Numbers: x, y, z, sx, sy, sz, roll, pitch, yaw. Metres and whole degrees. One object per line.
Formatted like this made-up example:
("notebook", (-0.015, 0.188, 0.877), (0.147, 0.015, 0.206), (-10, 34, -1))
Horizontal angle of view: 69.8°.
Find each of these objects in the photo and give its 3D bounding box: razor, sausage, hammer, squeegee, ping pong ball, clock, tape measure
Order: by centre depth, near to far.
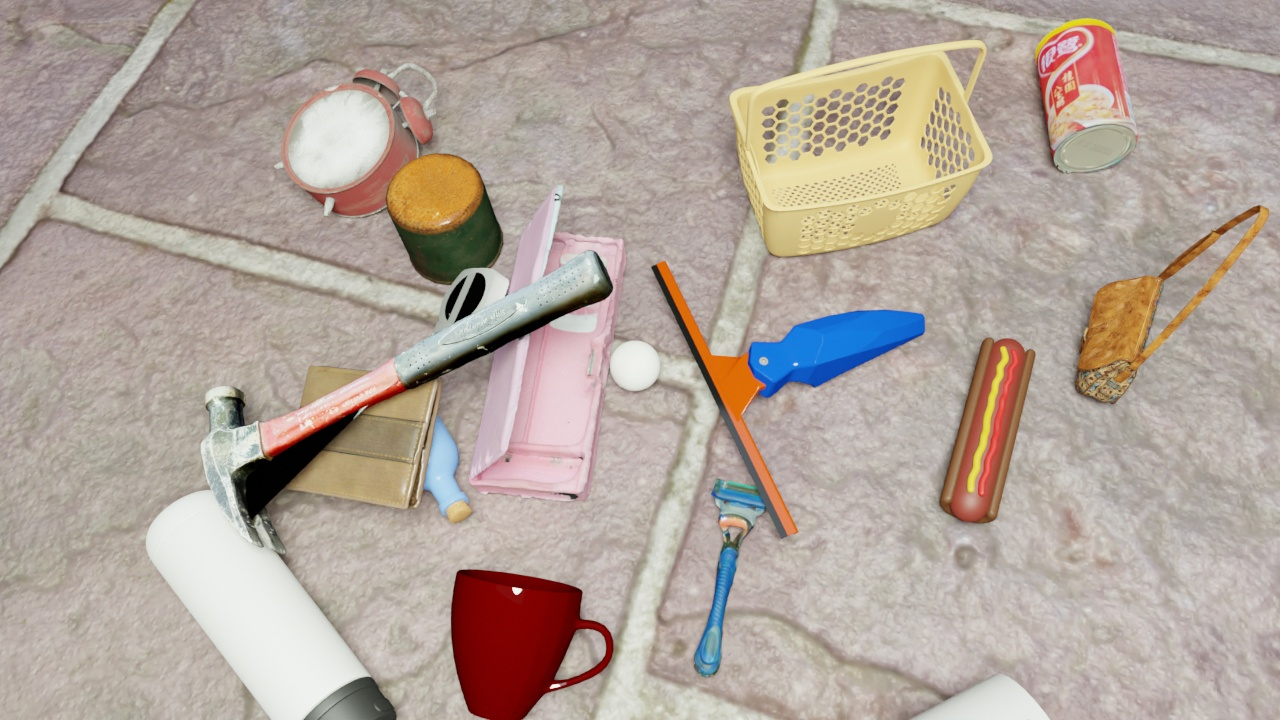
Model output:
("hammer", (-0.166, 0.017, 0.647), (0.326, 0.036, 0.140), (-27, 61, 9))
("razor", (0.059, 0.156, 0.659), (0.044, 0.018, 0.140), (12, 68, 9))
("sausage", (0.260, 0.050, 0.686), (0.040, 0.040, 0.155), (18, 66, 13))
("squeegee", (0.141, -0.007, 0.716), (0.184, 0.055, 0.249), (-16, 62, -16))
("ping pong ball", (-0.004, 0.004, 0.728), (0.040, 0.040, 0.040), (-2, 63, 3))
("tape measure", (-0.141, -0.045, 0.759), (0.064, 0.016, 0.065), (3, 66, 44))
("clock", (-0.247, -0.202, 0.836), (0.110, 0.062, 0.156), (41, 86, 21))

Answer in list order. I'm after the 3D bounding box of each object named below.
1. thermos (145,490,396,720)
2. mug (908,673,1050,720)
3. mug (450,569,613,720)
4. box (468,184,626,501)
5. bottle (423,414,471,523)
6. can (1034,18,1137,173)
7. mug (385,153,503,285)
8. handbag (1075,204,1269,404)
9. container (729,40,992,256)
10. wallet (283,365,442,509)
("thermos", (-0.267, 0.201, 0.637), (0.230, 0.068, 0.101), (42, 86, 21))
("mug", (0.208, 0.269, 0.562), (0.096, 0.083, 0.119), (-24, 91, -8))
("mug", (-0.076, 0.195, 0.618), (0.114, 0.087, 0.088), (9, 81, 3))
("box", (-0.074, -0.018, 0.708), (0.099, 0.107, 0.232), (6, 64, 7))
("bottle", (-0.168, 0.068, 0.703), (0.048, 0.048, 0.131), (-32, 65, -12))
("can", (0.389, -0.232, 0.804), (0.067, 0.067, 0.124), (1, 63, 5))
("mug", (-0.176, -0.130, 0.786), (0.111, 0.081, 0.084), (40, 72, 21))
("handbag", (0.362, -0.045, 0.639), (0.043, 0.196, 0.093), (26, 65, 10))
("container", (0.174, -0.177, 0.736), (0.183, 0.167, 0.129), (-12, 63, -3))
("wallet", (-0.207, 0.055, 0.681), (0.121, 0.027, 0.098), (4, 77, 23))
